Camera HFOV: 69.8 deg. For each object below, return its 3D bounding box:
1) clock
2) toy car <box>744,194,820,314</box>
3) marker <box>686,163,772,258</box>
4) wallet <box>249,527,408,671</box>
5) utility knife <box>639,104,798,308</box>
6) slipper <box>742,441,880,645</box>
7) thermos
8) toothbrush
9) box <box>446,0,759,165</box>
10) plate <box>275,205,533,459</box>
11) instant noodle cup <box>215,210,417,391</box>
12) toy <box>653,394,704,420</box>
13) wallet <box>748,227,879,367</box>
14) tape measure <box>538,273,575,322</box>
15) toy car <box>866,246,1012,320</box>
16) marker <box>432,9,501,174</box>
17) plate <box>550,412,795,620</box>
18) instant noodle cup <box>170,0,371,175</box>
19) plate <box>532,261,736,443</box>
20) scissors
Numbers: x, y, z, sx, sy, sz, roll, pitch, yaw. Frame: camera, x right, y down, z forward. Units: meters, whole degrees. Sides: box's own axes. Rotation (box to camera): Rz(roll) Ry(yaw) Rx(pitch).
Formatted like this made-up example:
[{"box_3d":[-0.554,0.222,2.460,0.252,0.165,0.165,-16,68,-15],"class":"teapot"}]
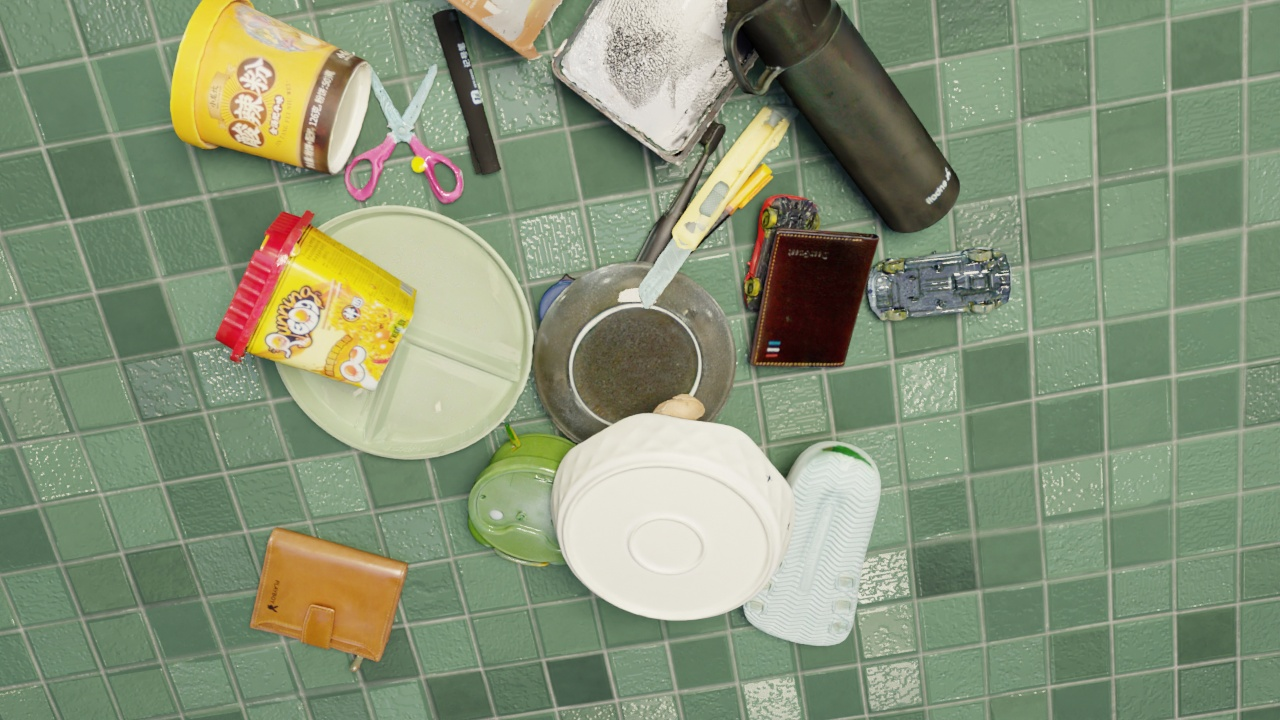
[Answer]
[{"box_3d":[-0.095,0.133,0.828,0.116,0.056,0.162,17,125,-4],"class":"clock"},{"box_3d":[0.117,-0.089,0.784,0.049,0.031,0.106,2,114,-19],"class":"toy car"},{"box_3d":[0.066,-0.119,0.785,0.015,0.018,0.124,44,103,-7],"class":"marker"},{"box_3d":[-0.300,0.230,0.883,0.130,0.035,0.119,16,100,-4],"class":"wallet"},{"box_3d":[0.061,-0.131,0.765,0.031,0.021,0.208,36,95,5],"class":"utility knife"},{"box_3d":[0.156,0.167,0.840,0.104,0.074,0.246,9,123,3],"class":"slipper"},{"box_3d":[0.149,-0.186,0.690,0.242,0.068,0.090,38,92,-35],"class":"thermos"},{"box_3d":[0.018,-0.106,0.786,0.026,0.027,0.213,10,111,-50],"class":"toothbrush"},{"box_3d":[-0.012,-0.281,0.675,0.271,0.132,0.179,28,106,-37],"class":"box"},{"box_3d":[-0.208,-0.022,0.808,0.230,0.027,0.230,0,107,-1],"class":"plate"},{"box_3d":[-0.253,-0.042,0.736,0.123,0.116,0.116,26,104,-20],"class":"instant noodle cup"},{"box_3d":[0.048,0.111,0.799,0.143,0.082,0.226,-2,127,-14],"class":"toy"},{"box_3d":[0.147,-0.052,0.786,0.096,0.020,0.122,0,115,-20],"class":"wallet"},{"box_3d":[-0.061,-0.044,0.803,0.054,0.025,0.058,17,102,-4],"class":"tape measure"},{"box_3d":[0.257,-0.066,0.793,0.121,0.036,0.054,-6,107,12],"class":"toy car"},{"box_3d":[-0.143,-0.219,0.754,0.022,0.020,0.132,-10,108,16],"class":"marker"},{"box_3d":[0.024,0.138,0.750,0.205,0.045,0.205,4,122,7],"class":"plate"},{"box_3d":[-0.279,-0.205,0.707,0.114,0.118,0.118,19,105,-9],"class":"instant noodle cup"},{"box_3d":[-0.005,0.005,0.790,0.179,0.024,0.179,-1,106,-2],"class":"plate"},{"box_3d":[-0.204,-0.184,0.767,0.131,0.017,0.133,-27,101,10],"class":"scissors"}]
